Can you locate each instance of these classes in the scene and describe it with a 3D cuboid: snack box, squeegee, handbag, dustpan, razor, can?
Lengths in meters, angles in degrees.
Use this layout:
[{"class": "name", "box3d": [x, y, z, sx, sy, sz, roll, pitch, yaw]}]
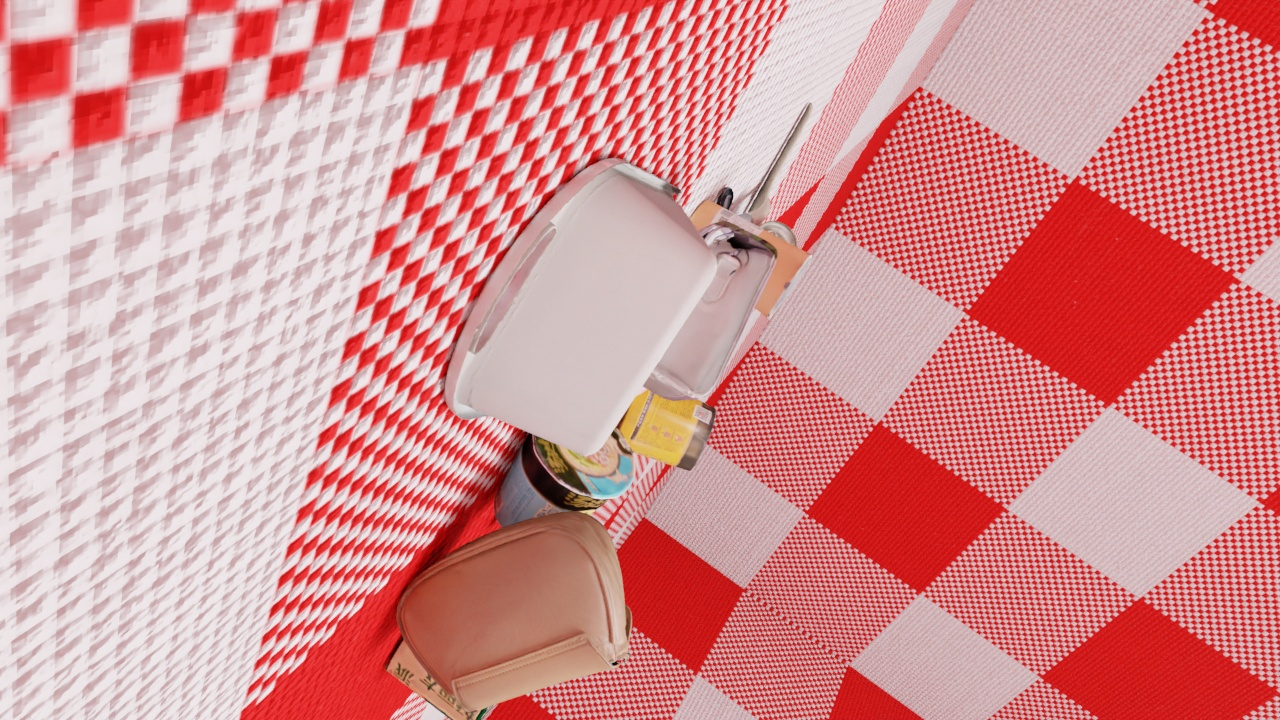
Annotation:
[{"class": "snack box", "box3d": [-0.172, 0.305, 1.035, 0.063, 0.114, 0.239, -58, 172, 16]}, {"class": "squeegee", "box3d": [0.123, -0.172, 1.096, 0.245, 0.039, 0.247, -43, 165, -55]}, {"class": "handbag", "box3d": [-0.107, 0.223, 0.826, 0.205, 0.147, 0.099, -23, 179, 17]}, {"class": "handbag", "box3d": [0.039, -0.042, 0.825, 0.145, 0.098, 0.197, -56, -176, -5]}, {"class": "dustpan", "box3d": [-0.056, -0.050, 0.665, 0.223, 0.142, 0.257, -56, -159, 8]}, {"class": "razor", "box3d": [0.078, -0.118, 0.998, 0.042, 0.022, 0.143, -2, 108, -41]}, {"class": "can", "box3d": [0.144, -0.122, 1.142, 0.057, 0.058, 0.147, -53, -179, -17]}]

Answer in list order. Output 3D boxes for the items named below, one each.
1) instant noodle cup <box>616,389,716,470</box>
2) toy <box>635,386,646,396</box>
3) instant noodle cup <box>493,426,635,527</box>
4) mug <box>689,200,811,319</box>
[{"class": "instant noodle cup", "box3d": [0.032, 0.085, 1.240, 0.118, 0.114, 0.118, -162, -85, -87]}, {"class": "toy", "box3d": [-0.006, 0.006, 0.996, 0.121, 0.054, 0.159, -49, 167, 8]}, {"class": "instant noodle cup", "box3d": [-0.081, 0.118, 0.882, 0.121, 0.111, 0.111, -52, 175, 35]}, {"class": "mug", "box3d": [0.103, -0.108, 0.940, 0.078, 0.123, 0.078, -54, 172, -11]}]
